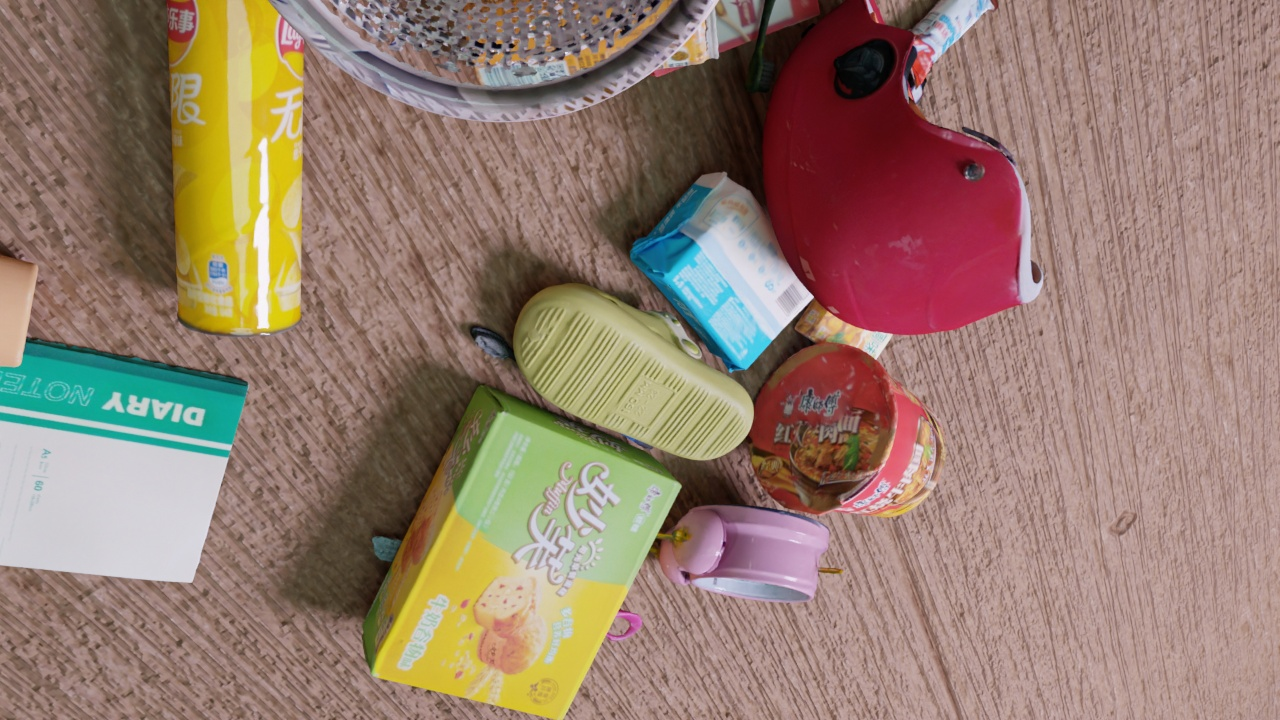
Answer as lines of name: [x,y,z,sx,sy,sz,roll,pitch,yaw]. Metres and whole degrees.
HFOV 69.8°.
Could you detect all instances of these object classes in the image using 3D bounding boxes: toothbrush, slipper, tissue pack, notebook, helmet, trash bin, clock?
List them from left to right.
notebook: [-0.367,0.060,0.560,0.209,0.012,0.150,14,104,-29]
trash bin: [-0.069,-0.257,0.434,0.227,0.191,0.228,-3,128,-5]
toothbrush: [-0.053,0.026,0.690,0.189,0.016,0.014,36,98,-33]
slipper: [-0.004,0.004,0.670,0.190,0.081,0.092,30,118,-17]
tissue pack: [0.062,-0.063,0.677,0.090,0.063,0.140,-47,124,-4]
clock: [0.075,0.156,0.749,0.158,0.117,0.059,13,69,-6]
toothbrush: [0.094,-0.264,0.581,0.017,0.012,0.186,0,111,-31]
helmet: [0.153,-0.120,0.616,0.144,0.240,0.206,-31,157,18]

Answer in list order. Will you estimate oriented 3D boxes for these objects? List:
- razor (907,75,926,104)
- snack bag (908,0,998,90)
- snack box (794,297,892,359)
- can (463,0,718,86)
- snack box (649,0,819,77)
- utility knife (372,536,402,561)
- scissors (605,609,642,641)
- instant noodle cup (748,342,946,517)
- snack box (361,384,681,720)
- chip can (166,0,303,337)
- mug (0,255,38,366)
razor: [0.182,-0.161,0.716,0.042,0.022,0.143,30,96,-33]
snack bag: [0.233,-0.256,0.695,0.104,0.026,0.048,-41,122,-6]
snack box: [0.200,-0.072,0.760,0.077,0.027,0.156,28,98,-33]
can: [-0.028,-0.199,0.546,0.146,0.058,0.058,-5,116,6]
snack box: [0.042,-0.261,0.593,0.127,0.044,0.113,-24,119,-13]
utility knife: [-0.112,0.168,0.722,0.213,0.022,0.031,20,99,-37]
scissors: [-0.045,0.194,0.753,0.133,0.017,0.135,-43,118,-10]
instant noodle cup: [0.174,0.064,0.752,0.108,0.138,0.138,21,101,-41]
snack box: [-0.088,0.144,0.675,0.157,0.070,0.210,25,95,-26]
chip can: [-0.225,-0.124,0.512,0.072,0.072,0.214,-1,113,-25]
mug: [-0.388,-0.034,0.474,0.122,0.078,0.078,10,107,-33]
